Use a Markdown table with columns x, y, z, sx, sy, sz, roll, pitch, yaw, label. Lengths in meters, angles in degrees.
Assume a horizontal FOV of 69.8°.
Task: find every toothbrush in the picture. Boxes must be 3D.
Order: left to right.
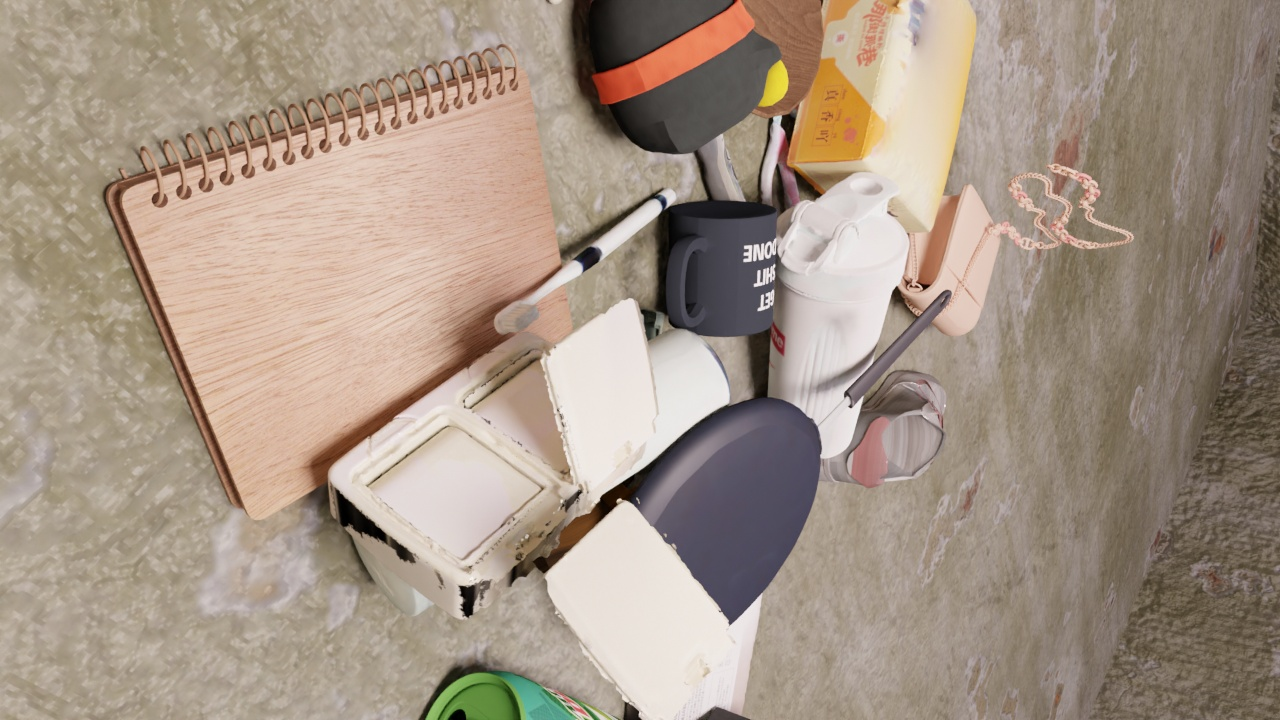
| x | y | z | sx | sy | sz | roll | pitch | yaw | label |
| --- | --- | --- | --- | --- | --- | --- | --- | --- | --- |
| -0.024 | -0.063 | 0.538 | 0.186 | 0.017 | 0.012 | -45 | 135 | -45 | toothbrush |
| 0.046 | -0.148 | 0.615 | 0.022 | 0.024 | 0.186 | -96 | 165 | -49 | toothbrush |

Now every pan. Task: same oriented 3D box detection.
| x | y | z | sx | sy | sz | roll | pitch | yaw | label |
| --- | --- | --- | --- | --- | --- | --- | --- | --- | --- |
| 0.108 | 0.065 | 0.626 | 0.355 | 0.021 | 0.199 | -43 | 139 | -18 | pan |

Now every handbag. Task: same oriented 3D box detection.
| x | y | z | sx | sy | sz | roll | pitch | yaw | label |
| --- | --- | --- | --- | --- | --- | --- | --- | --- | --- |
| 0.048 | 0.389 | 0.650 | 0.175 | 0.072 | 0.196 | -32 | 122 | -48 | handbag |
| 0.337 | -0.089 | 0.849 | 0.198 | 0.187 | 0.116 | 23 | 77 | -55 | handbag |

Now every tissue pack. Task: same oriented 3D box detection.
| x | y | z | sx | sy | sz | roll | pitch | yaw | label |
| --- | --- | --- | --- | --- | --- | --- | --- | --- | --- |
| 0.041 | 0.205 | 0.709 | 0.103 | 0.071 | 0.181 | -5 | 105 | -33 | tissue pack |

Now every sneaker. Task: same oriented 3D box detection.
| x | y | z | sx | sy | sz | roll | pitch | yaw | label |
| --- | --- | --- | --- | --- | --- | --- | --- | --- | --- |
| 0.259 | 0.070 | 0.889 | 0.235 | 0.090 | 0.099 | -19 | 117 | -45 | sneaker |

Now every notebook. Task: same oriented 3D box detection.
| x | y | z | sx | sy | sz | roll | pitch | yaw | label |
| --- | --- | --- | --- | --- | --- | --- | --- | --- | --- |
| -0.125 | -0.046 | 0.448 | 0.209 | 0.022 | 0.169 | -33 | 128 | -39 | notebook |

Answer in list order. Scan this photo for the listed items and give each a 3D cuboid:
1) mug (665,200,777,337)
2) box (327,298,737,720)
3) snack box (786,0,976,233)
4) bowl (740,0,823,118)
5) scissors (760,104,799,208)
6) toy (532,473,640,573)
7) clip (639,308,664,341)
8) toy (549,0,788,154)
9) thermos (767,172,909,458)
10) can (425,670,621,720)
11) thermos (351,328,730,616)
| x | y | z | sx | sy | sz | roll | pitch | yaw | label |
| --- | --- | --- | --- | --- | --- | --- | --- | --- | --- |
| 0.046 | -0.058 | 0.600 | 0.104 | 0.071 | 0.077 | -30 | 125 | -54 | mug |
| -0.026 | 0.047 | 0.408 | 0.143 | 0.194 | 0.101 | -42 | 155 | -40 | box |
| 0.198 | -0.215 | 0.709 | 0.145 | 0.081 | 0.195 | 23 | 78 | -51 | snack box |
| 0.074 | -0.220 | 0.607 | 0.117 | 0.030 | 0.118 | -8 | 102 | -41 | bowl |
| 0.104 | -0.167 | 0.684 | 0.172 | 0.014 | 0.158 | 12 | 92 | -51 | scissors |
| -0.028 | 0.096 | 0.582 | 0.100 | 0.063 | 0.076 | -28 | 87 | -25 | toy |
| -0.002 | 0.004 | 0.611 | 0.047 | 0.023 | 0.076 | -8 | 107 | -47 | clip |
| 0.016 | -0.178 | 0.515 | 0.119 | 0.098 | 0.099 | 62 | 35 | -22 | toy |
| 0.138 | -0.023 | 0.684 | 0.099 | 0.099 | 0.221 | -39 | 143 | -35 | thermos |
| -0.064 | 0.249 | 0.573 | 0.144 | 0.083 | 0.083 | 46 | 67 | -47 | can |
| -0.048 | 0.055 | 0.519 | 0.229 | 0.068 | 0.068 | -29 | 123 | -34 | thermos |
